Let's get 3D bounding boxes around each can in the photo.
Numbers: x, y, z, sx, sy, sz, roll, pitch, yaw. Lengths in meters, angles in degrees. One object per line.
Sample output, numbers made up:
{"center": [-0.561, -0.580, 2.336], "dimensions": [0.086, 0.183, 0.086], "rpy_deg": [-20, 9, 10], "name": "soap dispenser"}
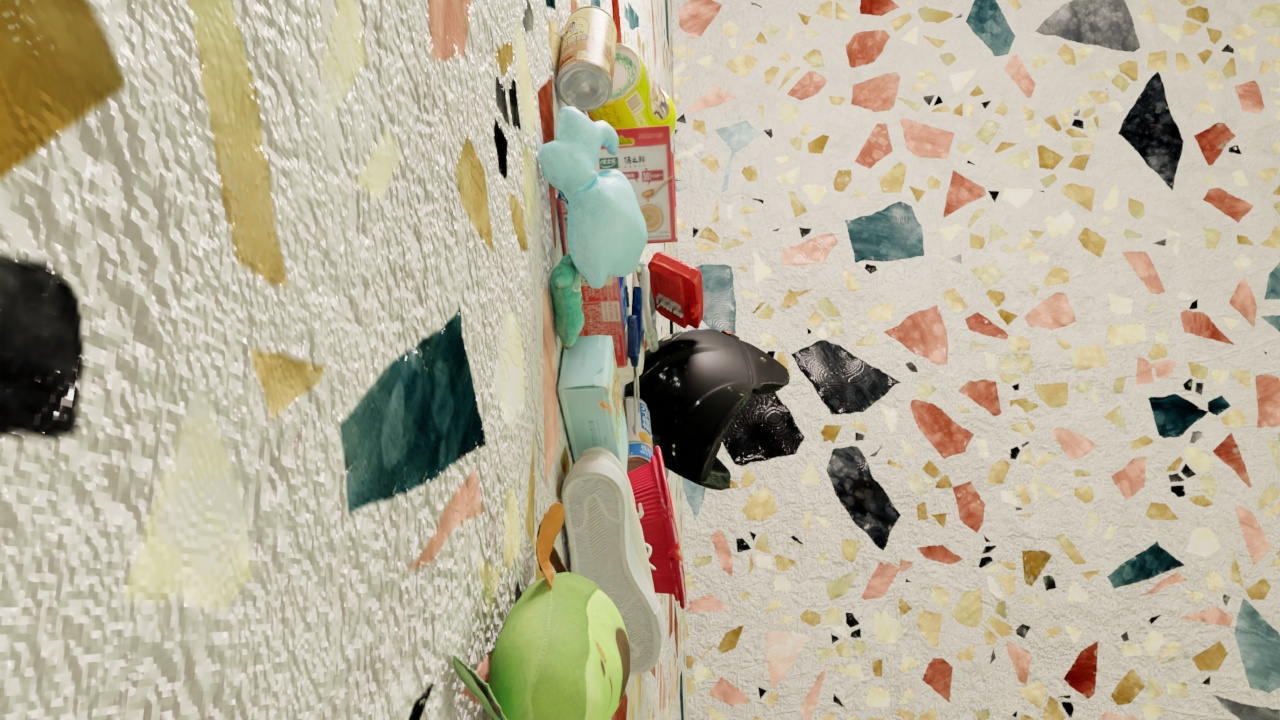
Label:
{"center": [-0.011, 0.107, 1.238], "dimensions": [0.134, 0.053, 0.053], "rpy_deg": [-95, 179, -56], "name": "can"}
{"center": [-0.056, -0.319, 0.966], "dimensions": [0.059, 0.058, 0.116], "rpy_deg": [81, 9, -50], "name": "can"}

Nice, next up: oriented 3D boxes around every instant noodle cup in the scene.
{"center": [0.008, 0.202, 1.089], "dimensions": [0.194, 0.066, 0.194], "rpy_deg": [164, -84, -89], "name": "instant noodle cup"}
{"center": [-0.023, -0.319, 1.116], "dimensions": [0.123, 0.112, 0.111], "rpy_deg": [47, 41, -69], "name": "instant noodle cup"}

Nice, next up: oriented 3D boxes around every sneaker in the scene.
{"center": [-0.031, 0.202, 0.934], "dimensions": [0.090, 0.089, 0.242], "rpy_deg": [-89, 169, -71], "name": "sneaker"}

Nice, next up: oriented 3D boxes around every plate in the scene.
{"center": [-0.024, -0.064, 1.279], "dimensions": [0.205, 0.045, 0.205], "rpy_deg": [0, 89, -84], "name": "plate"}

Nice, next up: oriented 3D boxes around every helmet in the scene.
{"center": [0.088, 0.060, 1.456], "dimensions": [0.234, 0.230, 0.274], "rpy_deg": [-62, -173, 18], "name": "helmet"}

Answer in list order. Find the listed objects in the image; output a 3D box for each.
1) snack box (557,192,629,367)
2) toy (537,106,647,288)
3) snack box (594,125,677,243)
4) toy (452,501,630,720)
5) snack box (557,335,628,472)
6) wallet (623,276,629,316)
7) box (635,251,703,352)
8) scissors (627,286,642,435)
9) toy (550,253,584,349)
{"center": [-0.046, -0.092, 0.983], "dimensions": [0.057, 0.058, 0.208], "rpy_deg": [-83, 170, -57], "name": "snack box"}
{"center": [-0.039, -0.149, 0.869], "dimensions": [0.156, 0.050, 0.161], "rpy_deg": [39, 56, -30], "name": "toy"}
{"center": [-0.017, -0.193, 1.031], "dimensions": [0.044, 0.113, 0.127], "rpy_deg": [-41, 129, -81], "name": "snack box"}
{"center": [-0.054, 0.210, 0.633], "dimensions": [0.246, 0.090, 0.227], "rpy_deg": [1, 80, -88], "name": "toy"}
{"center": [-0.046, 0.060, 0.958], "dimensions": [0.175, 0.051, 0.074], "rpy_deg": [82, 7, -45], "name": "snack box"}
{"center": [-0.044, -0.077, 1.128], "dimensions": [0.106, 0.037, 0.130], "rpy_deg": [-33, 121, -71], "name": "wallet"}
{"center": [0.029, -0.070, 1.294], "dimensions": [0.098, 0.095, 0.201], "rpy_deg": [-61, 169, -11], "name": "box"}
{"center": [-0.005, -0.005, 1.035], "dimensions": [0.162, 0.012, 0.163], "rpy_deg": [81, 11, -69], "name": "scissors"}
{"center": [-0.069, -0.059, 0.884], "dimensions": [0.096, 0.030, 0.092], "rpy_deg": [-78, 169, -60], "name": "toy"}
